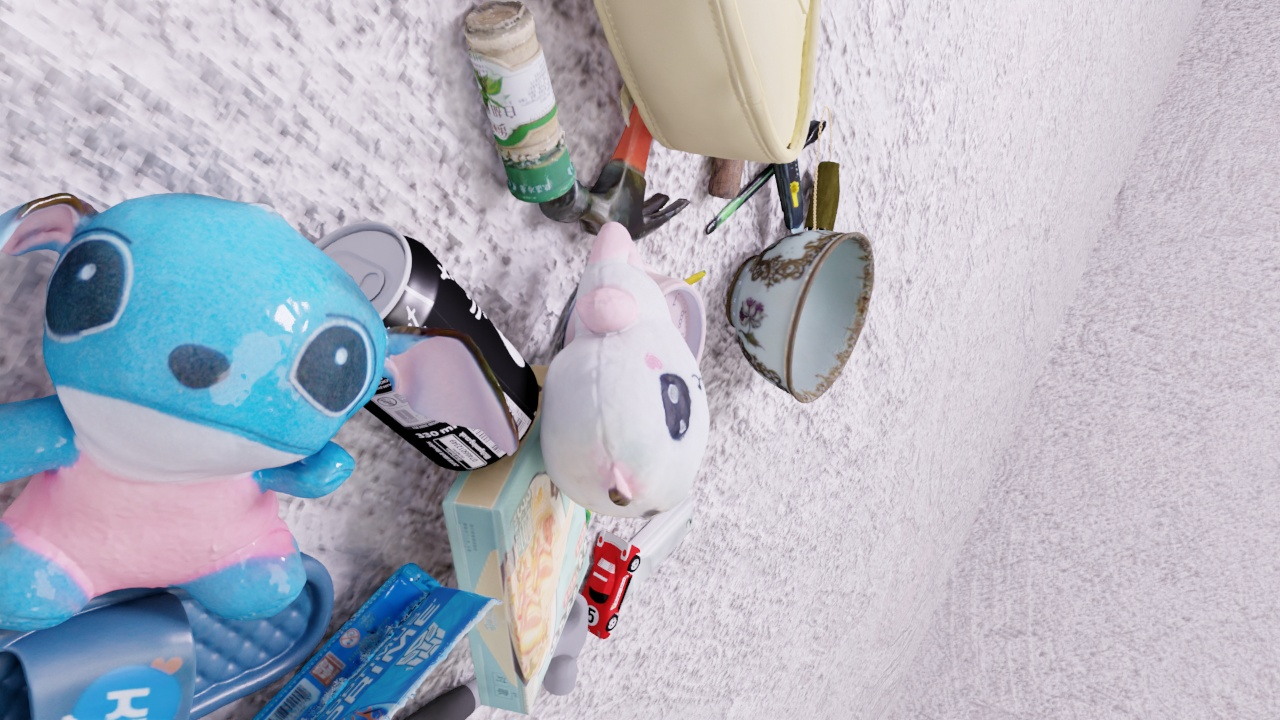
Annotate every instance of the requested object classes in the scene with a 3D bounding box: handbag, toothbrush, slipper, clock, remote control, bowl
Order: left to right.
[{"bbox_3d":[-0.230,0.152,0.434,0.213,0.059,0.104,-7,116,-59],"label":"slipper"},{"bbox_3d":[-0.004,0.004,0.682,0.116,0.059,0.158,-6,109,-56],"label":"clock"},{"bbox_3d":[0.009,0.180,0.862,0.133,0.022,0.050,-39,139,-40],"label":"remote control"},{"bbox_3d":[0.040,-0.234,0.541,0.232,0.089,0.190,36,66,-60],"label":"handbag"},{"bbox_3d":[0.111,-0.166,0.814,0.187,0.017,0.014,-45,139,-28],"label":"toothbrush"},{"bbox_3d":[0.137,-0.051,0.844,0.159,0.094,0.160,-35,136,-42],"label":"bowl"},{"bbox_3d":[0.164,-0.169,0.837,0.178,0.027,0.084,60,42,-67],"label":"handbag"}]

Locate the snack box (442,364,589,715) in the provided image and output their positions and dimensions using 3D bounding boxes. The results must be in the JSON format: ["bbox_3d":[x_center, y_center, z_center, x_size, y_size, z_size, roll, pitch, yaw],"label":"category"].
[{"bbox_3d":[-0.078,0.121,0.624,0.141,0.044,0.194,-67,159,-53],"label":"snack box"}]

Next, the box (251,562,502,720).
[{"bbox_3d":[-0.191,0.211,0.490,0.242,0.060,0.176,-47,-179,-30],"label":"box"}]

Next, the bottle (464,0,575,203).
[{"bbox_3d":[-0.067,-0.144,0.516,0.042,0.043,0.110,-47,144,-31],"label":"bottle"}]

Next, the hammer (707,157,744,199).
[{"bbox_3d":[0.094,-0.281,0.677,0.119,0.033,0.331,-35,141,-62],"label":"hammer"}]

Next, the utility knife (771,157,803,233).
[{"bbox_3d":[0.126,-0.177,0.799,0.028,0.020,0.175,-45,137,-27],"label":"utility knife"}]

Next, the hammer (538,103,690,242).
[{"bbox_3d":[0.028,-0.241,0.615,0.133,0.033,0.333,8,101,-57],"label":"hammer"}]

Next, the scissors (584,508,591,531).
[{"bbox_3d":[-0.031,0.099,0.757,0.123,0.012,0.127,-9,118,-57],"label":"scissors"}]

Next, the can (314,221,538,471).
[{"bbox_3d":[-0.117,-0.002,0.490,0.080,0.080,0.146,-58,148,-16],"label":"can"}]

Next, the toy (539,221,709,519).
[{"bbox_3d":[-0.011,0.007,0.561,0.138,0.101,0.179,27,61,-71],"label":"toy"}]

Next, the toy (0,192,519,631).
[{"bbox_3d":[-0.173,0.030,0.380,0.223,0.099,0.192,15,112,-28],"label":"toy"}]

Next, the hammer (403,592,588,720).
[{"bbox_3d":[-0.143,0.255,0.667,0.310,0.029,0.125,-20,126,-51],"label":"hammer"}]

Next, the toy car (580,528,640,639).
[{"bbox_3d":[-0.031,0.193,0.792,0.025,0.038,0.089,18,94,-57],"label":"toy car"}]
